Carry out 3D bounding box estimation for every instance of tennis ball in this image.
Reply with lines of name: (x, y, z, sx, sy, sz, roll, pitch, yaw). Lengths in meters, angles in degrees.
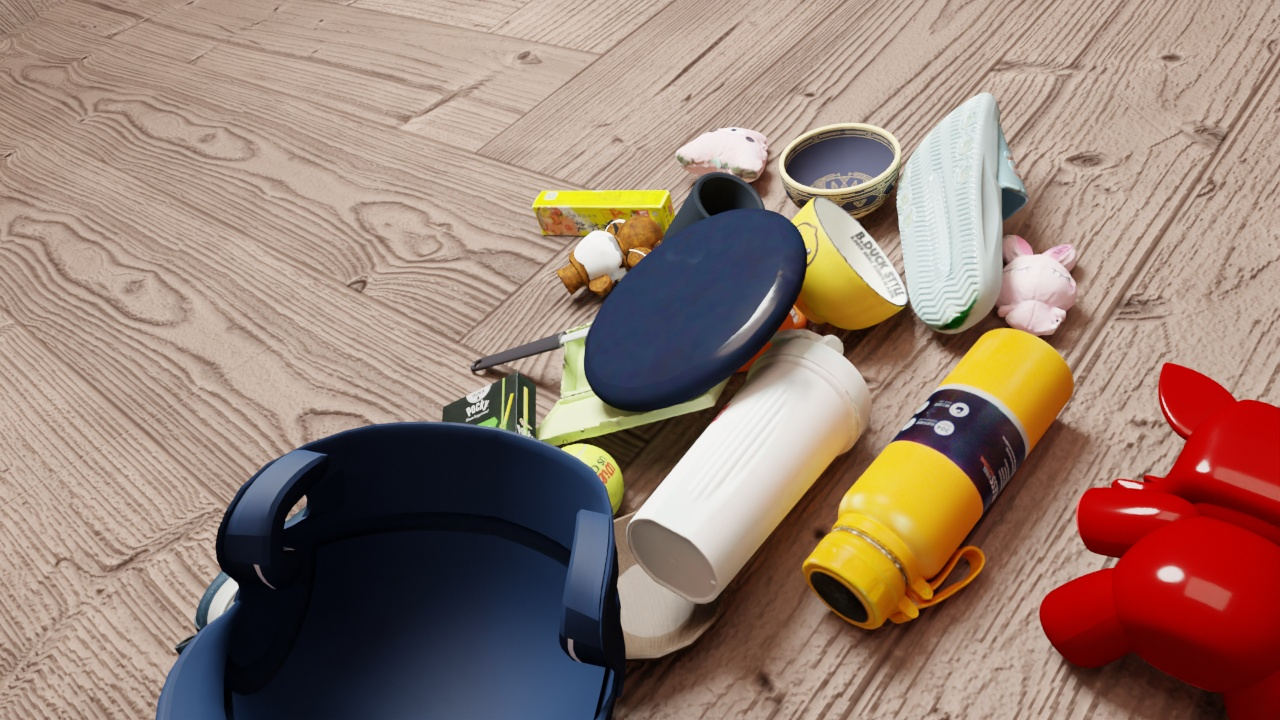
tennis ball: (-0.045, 0.096, 0.693, 0.065, 0.065, 0.065, -9, 44, 9)

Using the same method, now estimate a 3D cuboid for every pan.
pan: (-0.025, -0.030, 0.752, 0.357, 0.021, 0.198, -14, 42, 39)

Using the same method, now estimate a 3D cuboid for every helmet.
helmet: (-0.128, 0.182, 0.512, 0.232, 0.223, 0.271, 11, 19, 9)

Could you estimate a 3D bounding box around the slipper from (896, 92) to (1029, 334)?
slipper: (0.279, -0.123, 0.789, 0.104, 0.074, 0.244, -38, 33, 50)

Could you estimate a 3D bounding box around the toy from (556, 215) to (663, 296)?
toy: (-0.025, -0.100, 0.891, 0.112, 0.067, 0.087, -33, 45, -3)

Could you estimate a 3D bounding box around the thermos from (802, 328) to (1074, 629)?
thermos: (0.208, 0.080, 0.618, 0.091, 0.076, 0.232, 29, 60, 35)

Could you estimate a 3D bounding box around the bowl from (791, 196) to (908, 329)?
bowl: (0.161, -0.072, 0.773, 0.068, 0.117, 0.117, -41, 35, 28)

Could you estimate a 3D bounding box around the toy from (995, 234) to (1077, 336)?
toy: (0.322, -0.066, 0.749, 0.064, 0.047, 0.109, 4, 42, 22)

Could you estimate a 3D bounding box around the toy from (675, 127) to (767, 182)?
toy: (0.099, -0.222, 0.977, 0.099, 0.053, 0.095, 18, 41, 28)

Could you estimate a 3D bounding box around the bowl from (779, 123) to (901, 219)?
bowl: (0.194, -0.172, 0.885, 0.112, 0.061, 0.112, -9, 44, 9)

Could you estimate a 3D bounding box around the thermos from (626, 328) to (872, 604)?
thermos: (0.083, 0.064, 0.638, 0.099, 0.099, 0.219, 19, 44, 32)

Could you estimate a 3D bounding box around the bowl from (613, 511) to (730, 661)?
bowl: (0.007, 0.160, 0.637, 0.118, 0.030, 0.117, -9, 44, 8)

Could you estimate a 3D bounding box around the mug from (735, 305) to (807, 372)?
mug: (0.094, -0.049, 0.792, 0.112, 0.078, 0.095, 6, 43, -26)

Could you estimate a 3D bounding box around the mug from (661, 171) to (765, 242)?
mug: (0.082, -0.120, 0.852, 0.105, 0.078, 0.071, 5, 58, -21)

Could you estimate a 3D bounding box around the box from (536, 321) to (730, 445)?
box: (0.000, 0.009, 0.735, 0.188, 0.047, 0.140, -18, 37, 35)

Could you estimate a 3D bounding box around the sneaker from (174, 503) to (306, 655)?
sneaker: (-0.240, 0.142, 0.701, 0.088, 0.089, 0.234, -15, 21, 45)

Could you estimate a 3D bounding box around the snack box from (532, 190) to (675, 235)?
snack box: (-0.039, -0.154, 0.960, 0.148, 0.040, 0.028, 4, 48, 22)

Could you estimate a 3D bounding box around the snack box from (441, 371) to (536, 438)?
snack box: (-0.121, 0.088, 0.722, 0.080, 0.025, 0.147, -24, 48, 23)

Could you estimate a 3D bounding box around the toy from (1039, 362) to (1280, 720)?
toy: (0.339, 0.105, 0.520, 0.158, 0.120, 0.196, 23, 66, 38)
